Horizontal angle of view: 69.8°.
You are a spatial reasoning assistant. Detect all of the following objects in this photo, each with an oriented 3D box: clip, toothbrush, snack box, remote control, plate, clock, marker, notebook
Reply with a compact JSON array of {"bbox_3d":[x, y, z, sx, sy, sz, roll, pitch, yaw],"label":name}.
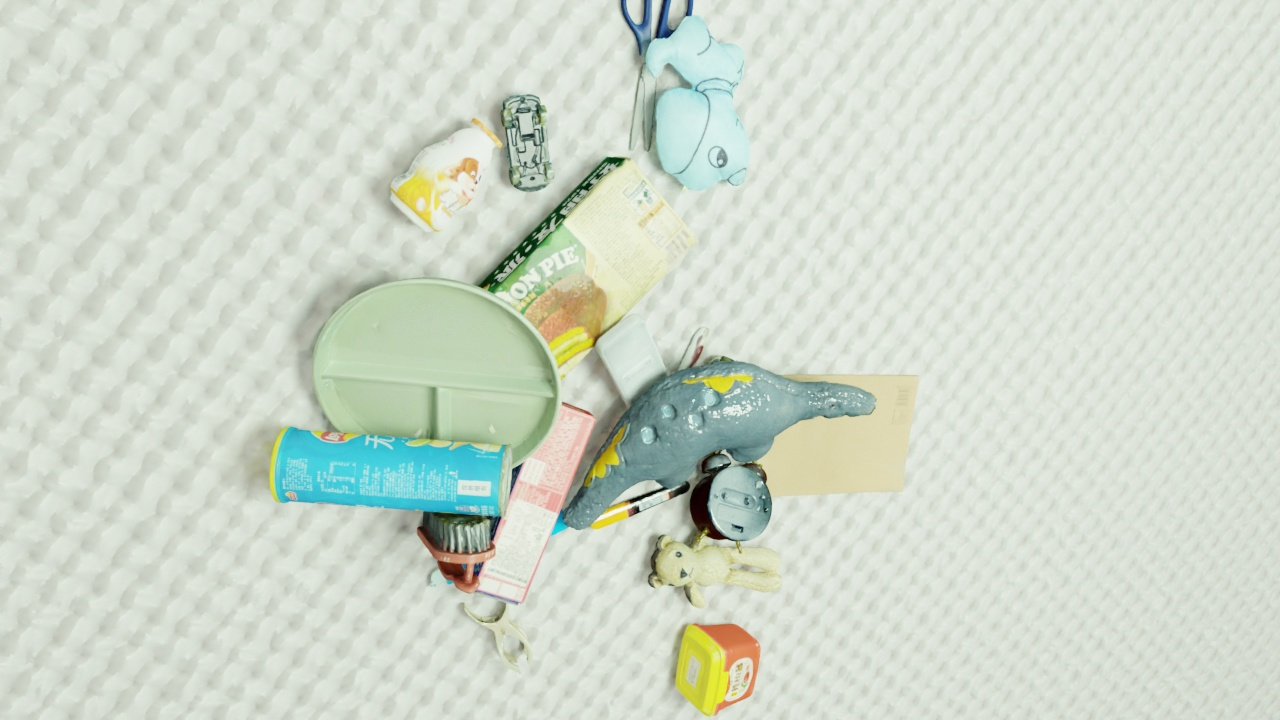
[{"bbox_3d":[-0.148,0.290,0.995,0.070,0.034,0.100,-31,105,-10],"label":"clip"},{"bbox_3d":[0.033,0.049,1.001,0.016,0.017,0.187,23,96,-26],"label":"toothbrush"},{"bbox_3d":[-0.068,-0.078,0.903,0.240,0.063,0.114,-46,115,-3],"label":"snack box"},{"bbox_3d":[-0.006,0.006,0.941,0.056,0.020,0.136,-37,145,-8],"label":"remote control"},{"bbox_3d":[-0.113,0.141,0.938,0.058,0.057,0.207,22,90,-18],"label":"snack box"},{"bbox_3d":[-0.187,0.021,0.858,0.230,0.027,0.231,0,123,-1],"label":"plate"},{"bbox_3d":[0.102,0.150,1.028,0.082,0.055,0.121,18,70,-19],"label":"clock"},{"bbox_3d":[0.092,0.359,1.083,0.080,0.082,0.091,-1,106,-35],"label":"snack box"},{"bbox_3d":[0.000,0.160,1.023,0.123,0.015,0.018,-19,112,-18],"label":"marker"},{"bbox_3d":[0.234,0.089,1.093,0.211,0.012,0.149,1,103,-21],"label":"notebook"}]

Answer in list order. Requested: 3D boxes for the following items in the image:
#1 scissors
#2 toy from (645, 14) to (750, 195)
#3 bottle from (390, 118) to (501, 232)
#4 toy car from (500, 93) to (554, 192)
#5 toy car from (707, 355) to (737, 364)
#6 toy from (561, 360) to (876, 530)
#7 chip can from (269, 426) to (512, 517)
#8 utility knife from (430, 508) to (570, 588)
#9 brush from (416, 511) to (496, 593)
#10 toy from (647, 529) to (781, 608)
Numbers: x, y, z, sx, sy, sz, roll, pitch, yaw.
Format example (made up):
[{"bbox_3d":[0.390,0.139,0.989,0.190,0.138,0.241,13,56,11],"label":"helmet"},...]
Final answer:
[{"bbox_3d":[0.019,-0.293,0.904,0.126,0.012,0.173,-26,114,-12],"label":"scissors"},{"bbox_3d":[0.059,-0.243,0.910,0.161,0.050,0.156,28,94,-28],"label":"toy"},{"bbox_3d":[-0.175,-0.170,0.835,0.108,0.063,0.063,-48,115,-3],"label":"bottle"},{"bbox_3d":[-0.109,-0.205,0.867,0.043,0.034,0.091,-14,111,-20],"label":"toy car"},{"bbox_3d":[0.111,0.024,1.015,0.090,0.035,0.042,20,97,-15],"label":"toy car"},{"bbox_3d":[0.073,0.068,0.954,0.356,0.091,0.138,-19,117,-3],"label":"toy"},{"bbox_3d":[-0.228,0.104,0.855,0.210,0.071,0.071,5,104,-3],"label":"chip can"},{"bbox_3d":[-0.150,0.198,0.974,0.160,0.018,0.034,-26,113,-11],"label":"utility knife"},{"bbox_3d":[-0.176,0.180,0.888,0.063,0.146,0.069,0,91,-20],"label":"brush"},{"bbox_3d":[0.087,0.237,1.048,0.157,0.066,0.105,8,96,-16],"label":"toy"}]
